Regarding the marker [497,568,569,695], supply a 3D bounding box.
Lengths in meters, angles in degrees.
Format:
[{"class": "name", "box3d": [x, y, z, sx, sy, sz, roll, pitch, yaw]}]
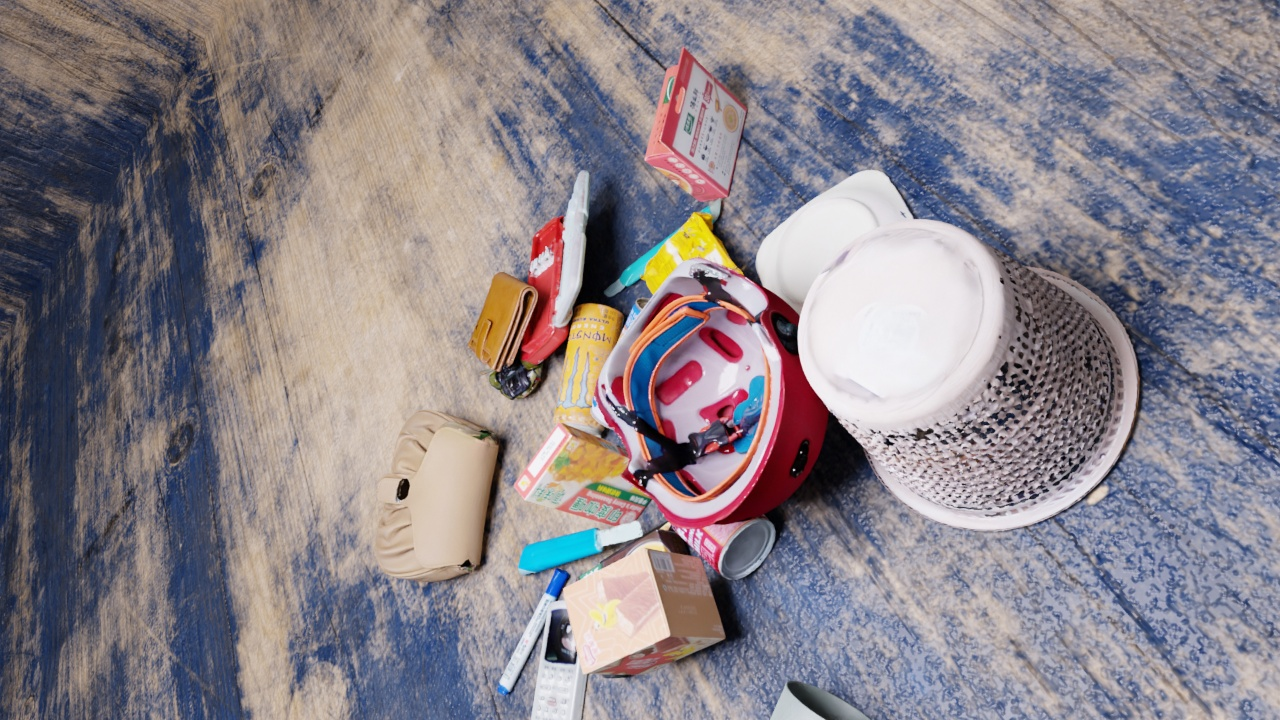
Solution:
[{"class": "marker", "box3d": [-0.116, 0.291, 0.984, 0.017, 0.017, 0.146, 26, 90, 44]}]

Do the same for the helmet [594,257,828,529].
[{"class": "helmet", "box3d": [0.083, 0.039, 0.795, 0.207, 0.143, 0.239, -53, 42, 28]}]

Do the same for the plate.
[{"class": "plate", "box3d": [0.184, -0.099, 0.881, 0.165, 0.034, 0.163, -36, 51, 25]}]

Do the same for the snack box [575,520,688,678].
[{"class": "snack box", "box3d": [0.001, 0.227, 0.892, 0.113, 0.053, 0.125, -36, 57, 24]}]

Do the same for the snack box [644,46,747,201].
[{"class": "snack box", "box3d": [0.055, -0.253, 0.996, 0.044, 0.127, 0.113, 2, 72, 42]}]

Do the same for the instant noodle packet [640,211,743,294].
[{"class": "instant noodle packet", "box3d": [0.058, -0.084, 0.977, 0.111, 0.044, 0.128, -47, 44, 24]}]

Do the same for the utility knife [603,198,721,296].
[{"class": "utility knife", "box3d": [0.024, -0.124, 1.045, 0.179, 0.013, 0.029, -34, 49, 24]}]

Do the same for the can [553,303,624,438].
[{"class": "can", "box3d": [-0.058, 0.012, 1.027, 0.058, 0.058, 0.145, -5, 69, 40]}]

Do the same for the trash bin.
[{"class": "trash bin", "box3d": [0.228, 0.000, 0.690, 0.228, 0.192, 0.227, -18, 61, 35]}]

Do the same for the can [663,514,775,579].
[{"class": "can", "box3d": [0.070, 0.148, 0.848, 0.094, 0.066, 0.066, 38, 98, 43]}]

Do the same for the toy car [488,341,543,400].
[{"class": "toy car", "box3d": [-0.153, -0.024, 1.136, 0.070, 0.042, 0.158, -32, 51, 32]}]

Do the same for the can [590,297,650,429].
[{"class": "can", "box3d": [-0.006, 0.006, 0.952, 0.053, 0.053, 0.135, 46, 121, 43]}]

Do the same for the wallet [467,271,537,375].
[{"class": "wallet", "box3d": [-0.167, -0.041, 1.091, 0.119, 0.035, 0.131, -65, 26, 2]}]

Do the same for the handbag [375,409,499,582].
[{"class": "handbag", "box3d": [-0.247, 0.161, 1.098, 0.148, 0.099, 0.204, -3, 73, 37]}]

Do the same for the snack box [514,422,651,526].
[{"class": "snack box", "box3d": [-0.044, 0.116, 0.900, 0.077, 0.155, 0.027, -54, 47, 9]}]

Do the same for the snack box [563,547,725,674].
[{"class": "snack box", "box3d": [0.003, 0.220, 0.795, 0.095, 0.092, 0.077, -32, 59, 24]}]

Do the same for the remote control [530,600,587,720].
[{"class": "remote control", "box3d": [-0.081, 0.322, 0.936, 0.058, 0.021, 0.149, -8, 67, 39]}]

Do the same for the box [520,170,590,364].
[{"class": "box", "box3d": [-0.095, -0.110, 1.078, 0.161, 0.050, 0.200, -48, 31, 43]}]

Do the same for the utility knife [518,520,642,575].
[{"class": "utility knife", "box3d": [-0.065, 0.193, 0.954, 0.209, 0.018, 0.034, -26, 50, 45]}]

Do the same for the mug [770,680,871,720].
[{"class": "mug", "box3d": [0.146, 0.324, 0.705, 0.124, 0.083, 0.103, 26, 90, 20]}]
